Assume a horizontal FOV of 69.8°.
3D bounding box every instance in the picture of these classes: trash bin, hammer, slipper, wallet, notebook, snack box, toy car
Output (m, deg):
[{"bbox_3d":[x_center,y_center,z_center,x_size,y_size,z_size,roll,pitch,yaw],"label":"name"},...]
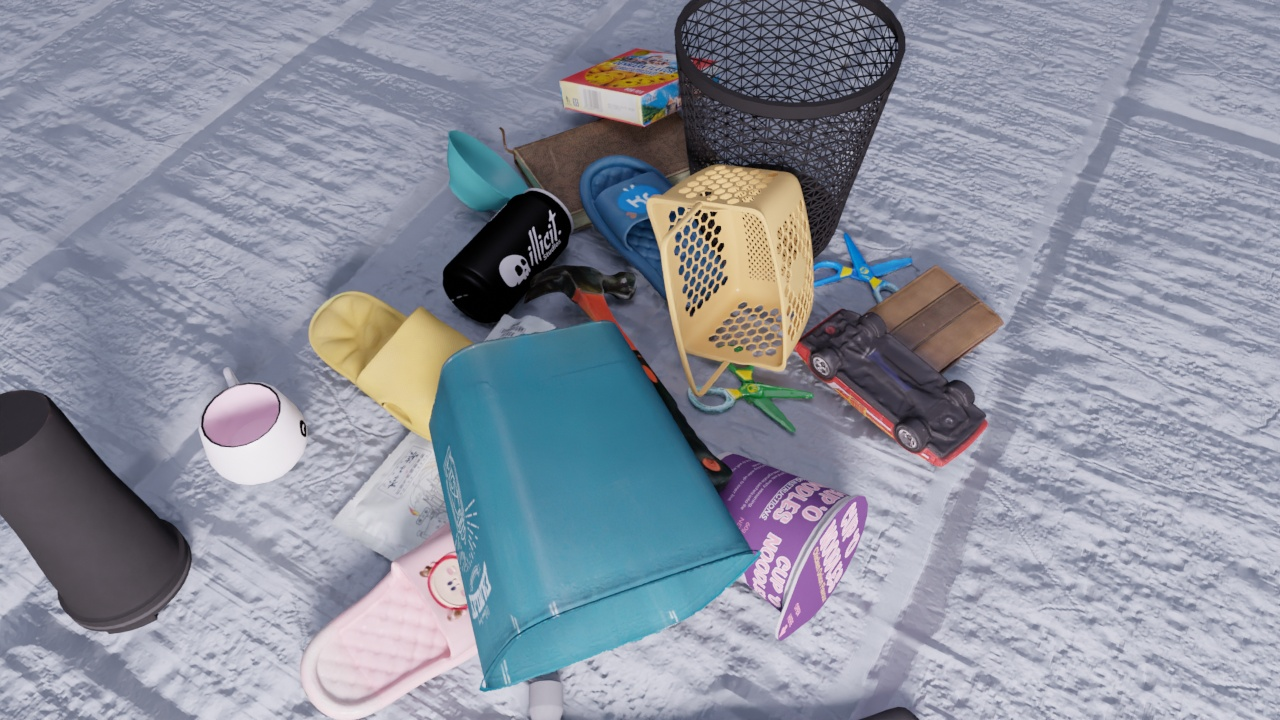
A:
[{"bbox_3d":[-0.057,0.106,0.714,0.198,0.197,0.218,-12,63,-26],"label":"trash bin"},{"bbox_3d":[-0.005,0.005,0.849,0.133,0.033,0.333,4,33,-33],"label":"hammer"},{"bbox_3d":[0.066,0.303,0.705,0.311,0.030,0.124,-3,53,-1],"label":"hammer"},{"bbox_3d":[-0.227,-0.003,0.867,0.263,0.078,0.099,27,73,29],"label":"slipper"},{"bbox_3d":[-0.174,0.206,0.755,0.221,0.056,0.107,-36,78,-20],"label":"slipper"},{"bbox_3d":[0.301,-0.040,0.949,0.121,0.027,0.098,-34,65,-22],"label":"wallet"},{"bbox_3d":[-0.042,-0.253,1.114,0.215,0.035,0.190,-24,56,-16],"label":"notebook"},{"bbox_3d":[0.000,-0.342,1.140,0.143,0.040,0.144,23,45,38],"label":"snack box"},{"bbox_3d":[0.240,0.023,0.890,0.081,0.056,0.189,-36,59,-21],"label":"toy car"},{"bbox_3d":[0.143,-0.237,0.967,0.217,0.244,0.216,-1,53,1],"label":"trash bin"},{"bbox_3d":[0.019,-0.148,1.002,0.103,0.059,0.213,-32,73,-21],"label":"slipper"}]

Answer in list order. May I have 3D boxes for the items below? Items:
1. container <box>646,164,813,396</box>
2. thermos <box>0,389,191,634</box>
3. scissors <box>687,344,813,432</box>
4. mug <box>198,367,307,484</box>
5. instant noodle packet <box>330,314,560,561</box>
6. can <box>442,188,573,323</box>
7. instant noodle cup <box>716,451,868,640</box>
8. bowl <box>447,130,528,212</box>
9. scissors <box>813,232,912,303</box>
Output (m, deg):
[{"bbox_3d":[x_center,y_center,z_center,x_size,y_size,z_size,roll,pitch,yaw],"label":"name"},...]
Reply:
[{"bbox_3d":[0.082,-0.075,0.871,0.129,0.184,0.166,16,46,33],"label":"container"},{"bbox_3d":[-0.454,0.123,0.737,0.106,0.219,0.105,-2,46,2],"label":"thermos"},{"bbox_3d":[0.105,0.035,0.912,0.116,0.012,0.129,-32,58,-19],"label":"scissors"},{"bbox_3d":[-0.367,0.059,0.864,0.090,0.076,0.124,-26,57,-17],"label":"mug"},{"bbox_3d":[-0.153,0.077,0.865,0.147,0.057,0.268,25,63,20],"label":"instant noodle packet"},{"bbox_3d":[-0.140,-0.113,0.984,0.080,0.080,0.145,25,58,19],"label":"can"},{"bbox_3d":[0.103,0.146,0.776,0.122,0.122,0.136,27,67,31],"label":"instant noodle cup"},{"bbox_3d":[-0.186,-0.206,1.060,0.046,0.121,0.121,-45,56,18],"label":"bowl"},{"bbox_3d":[0.244,-0.094,1.003,0.125,0.013,0.129,-17,59,-11],"label":"scissors"}]
